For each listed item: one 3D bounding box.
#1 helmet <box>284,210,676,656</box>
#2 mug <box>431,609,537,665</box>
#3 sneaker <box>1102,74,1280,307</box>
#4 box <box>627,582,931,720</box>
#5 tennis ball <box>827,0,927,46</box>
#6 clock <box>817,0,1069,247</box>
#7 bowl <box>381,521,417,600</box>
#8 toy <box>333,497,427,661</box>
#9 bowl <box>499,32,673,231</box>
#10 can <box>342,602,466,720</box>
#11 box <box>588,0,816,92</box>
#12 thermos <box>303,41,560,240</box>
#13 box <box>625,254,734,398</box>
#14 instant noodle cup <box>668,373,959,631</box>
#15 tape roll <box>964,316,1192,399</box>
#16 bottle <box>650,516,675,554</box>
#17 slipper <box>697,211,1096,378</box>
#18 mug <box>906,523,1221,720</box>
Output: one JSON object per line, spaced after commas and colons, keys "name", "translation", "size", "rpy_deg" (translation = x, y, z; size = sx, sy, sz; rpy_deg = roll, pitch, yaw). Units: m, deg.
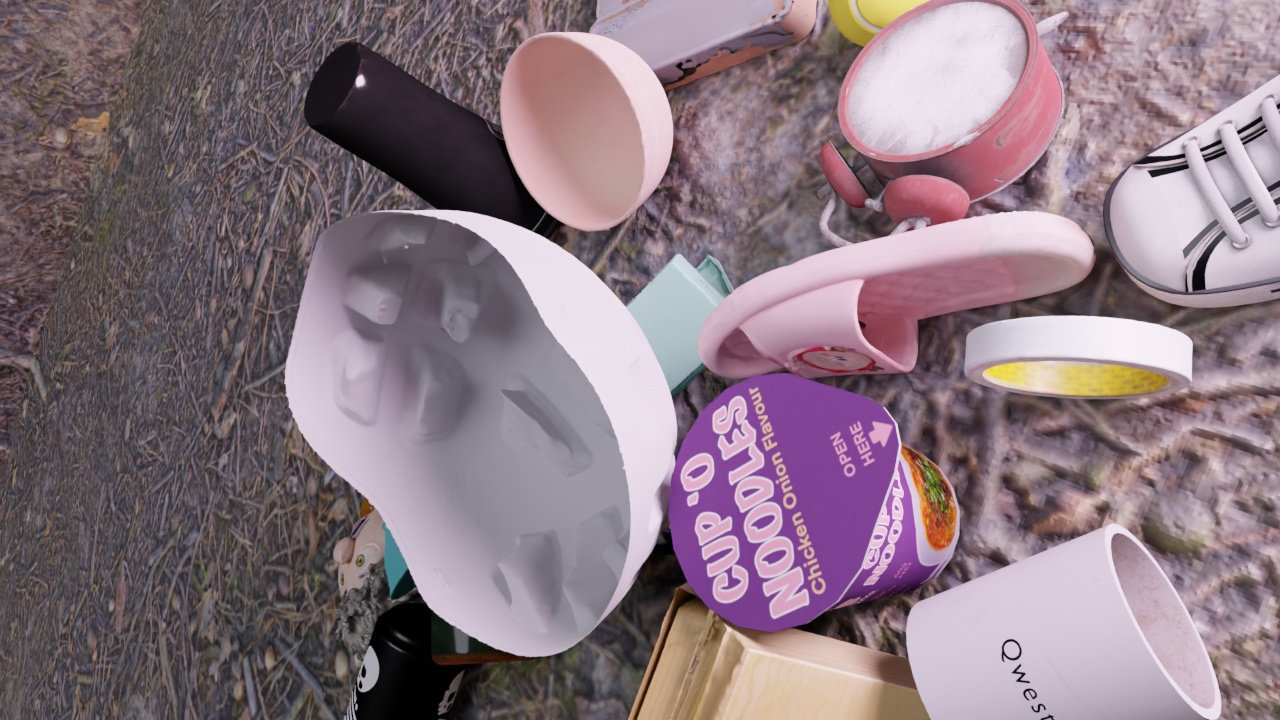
{"name": "helmet", "translation": [-0.086, 0.035, 0.552], "size": [0.282, 0.183, 0.225], "rpy_deg": [48, 132, 41]}
{"name": "mug", "translation": [-0.120, 0.191, 0.709], "size": [0.111, 0.085, 0.081], "rpy_deg": [128, 141, -68]}
{"name": "sneaker", "translation": [0.298, -0.104, 0.349], "size": [0.246, 0.097, 0.091], "rpy_deg": [-28, 60, 37]}
{"name": "box", "translation": [0.034, 0.250, 0.497], "size": [0.185, 0.141, 0.248], "rpy_deg": [25, 96, 53]}
{"name": "tennis ball", "translation": [0.147, -0.225, 0.560], "size": [0.065, 0.065, 0.065], "rpy_deg": [-15, 68, 42]}
{"name": "clock", "translation": [0.162, -0.125, 0.514], "size": [0.157, 0.062, 0.110], "rpy_deg": [-55, 45, 1]}
{"name": "bowl", "translation": [-0.171, 0.130, 0.738], "size": [0.046, 0.121, 0.121], "rpy_deg": [41, 112, 7]}
{"name": "toy", "translation": [-0.239, 0.185, 0.833], "size": [0.133, 0.076, 0.175], "rpy_deg": [-42, 44, 28]}
{"name": "bowl", "translation": [-0.030, -0.181, 0.704], "size": [0.153, 0.076, 0.153], "rpy_deg": [26, 132, 33]}
{"name": "can", "translation": [-0.196, 0.280, 0.749], "size": [0.080, 0.080, 0.146], "rpy_deg": [28, 100, 46]}
{"name": "box", "translation": [0.042, -0.291, 0.712], "size": [0.217, 0.043, 0.150], "rpy_deg": [-5, 70, 45]}
{"name": "thermos", "translation": [-0.160, -0.169, 0.753], "size": [0.106, 0.218, 0.105], "rpy_deg": [-17, 61, 34]}
{"name": "box", "translation": [-0.001, 0.004, 0.675], "size": [0.077, 0.079, 0.189], "rpy_deg": [44, 117, -1]}
{"name": "instant noodle cup", "translation": [0.106, 0.074, 0.475], "size": [0.137, 0.121, 0.121], "rpy_deg": [-37, 55, 32]}
{"name": "tape roll", "translation": [0.199, 0.000, 0.422], "size": [0.094, 0.094, 0.019], "rpy_deg": [-3, 76, 45]}
{"name": "bottle", "translation": [0.013, 0.100, 0.610], "size": [0.161, 0.056, 0.056], "rpy_deg": [-8, 73, 44]}
{"name": "slipper", "translation": [0.128, -0.027, 0.498], "size": [0.222, 0.106, 0.055], "rpy_deg": [-18, 66, 35]}
{"name": "mug", "translation": [0.194, 0.145, 0.406], "size": [0.097, 0.082, 0.119], "rpy_deg": [-36, 84, 33]}
